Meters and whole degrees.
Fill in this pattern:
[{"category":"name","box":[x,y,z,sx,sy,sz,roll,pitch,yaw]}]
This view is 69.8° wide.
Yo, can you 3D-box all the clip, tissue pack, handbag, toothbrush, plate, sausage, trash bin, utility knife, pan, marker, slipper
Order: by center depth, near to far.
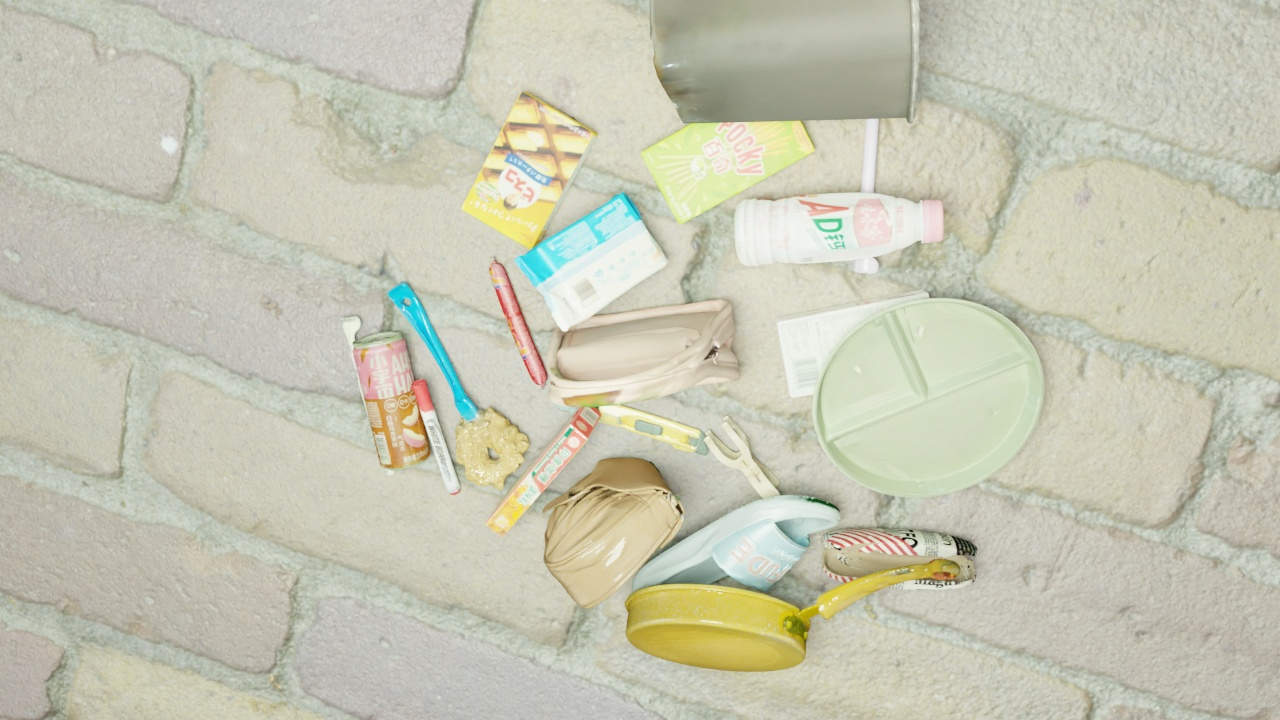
[{"category":"trash bin","box":[0.131,-0.314,0.815,0.220,0.198,0.199,-4,81,16]},{"category":"handbag","box":[-0.005,0.005,0.884,0.193,0.234,0.093,-8,97,10]},{"category":"toothbrush","box":[0.232,-0.183,0.925,0.029,0.021,0.189,10,105,38]},{"category":"tissue pack","box":[-0.047,-0.102,0.935,0.139,0.063,0.090,-35,97,-17]},{"category":"plate","box":[0.291,0.039,0.940,0.230,0.027,0.230,2,117,4]},{"category":"pan","box":[0.148,0.256,0.940,0.358,0.078,0.197,-13,144,32]},{"category":"handbag","box":[-0.035,0.164,0.946,0.147,0.204,0.100,-40,98,-3]},{"category":"slipper","box":[0.101,0.216,0.983,0.246,0.104,0.074,-31,56,17]},{"category":"clip","box":[0.111,0.110,0.985,0.034,0.076,0.103,-39,85,13]},{"category":"sausage","box":[-0.135,-0.040,1.002,0.020,0.020,0.156,-19,99,11]},{"category":"utility knife","box":[-0.008,0.069,1.016,0.177,0.019,0.031,17,101,8]},{"category":"marker","box":[-0.228,0.088,1.027,0.017,0.017,0.145,-8,115,9]},{"category":"toothbrush","box":[-0.306,0.042,1.042,0.029,0.020,0.189,-2,106,38]}]

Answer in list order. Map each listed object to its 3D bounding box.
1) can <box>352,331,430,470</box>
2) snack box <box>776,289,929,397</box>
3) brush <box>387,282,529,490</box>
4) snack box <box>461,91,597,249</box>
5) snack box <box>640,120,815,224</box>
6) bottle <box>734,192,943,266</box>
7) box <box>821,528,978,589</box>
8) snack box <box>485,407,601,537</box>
[{"category":"can","box":[-0.275,0.045,1.016,0.058,0.057,0.147,-7,104,8]},{"category":"snack box","box":[0.226,-0.017,0.958,0.157,0.026,0.085,-11,102,9]},{"category":"brush","box":[-0.206,0.029,1.020,0.083,0.045,0.254,-28,94,16]},{"category":"snack box","box":[-0.116,-0.197,0.957,0.087,0.033,0.141,31,106,0]},{"category":"snack box","box":[0.088,-0.212,0.932,0.156,0.026,0.086,-27,99,12]},{"category":"bottle","box":[0.194,-0.130,0.903,0.197,0.068,0.068,-1,103,16]},{"category":"box","box":[0.277,0.219,0.989,0.163,0.075,0.076,0,96,5]},{"category":"snack box","box":[-0.105,0.117,0.998,0.027,0.077,0.156,39,109,-4]}]
